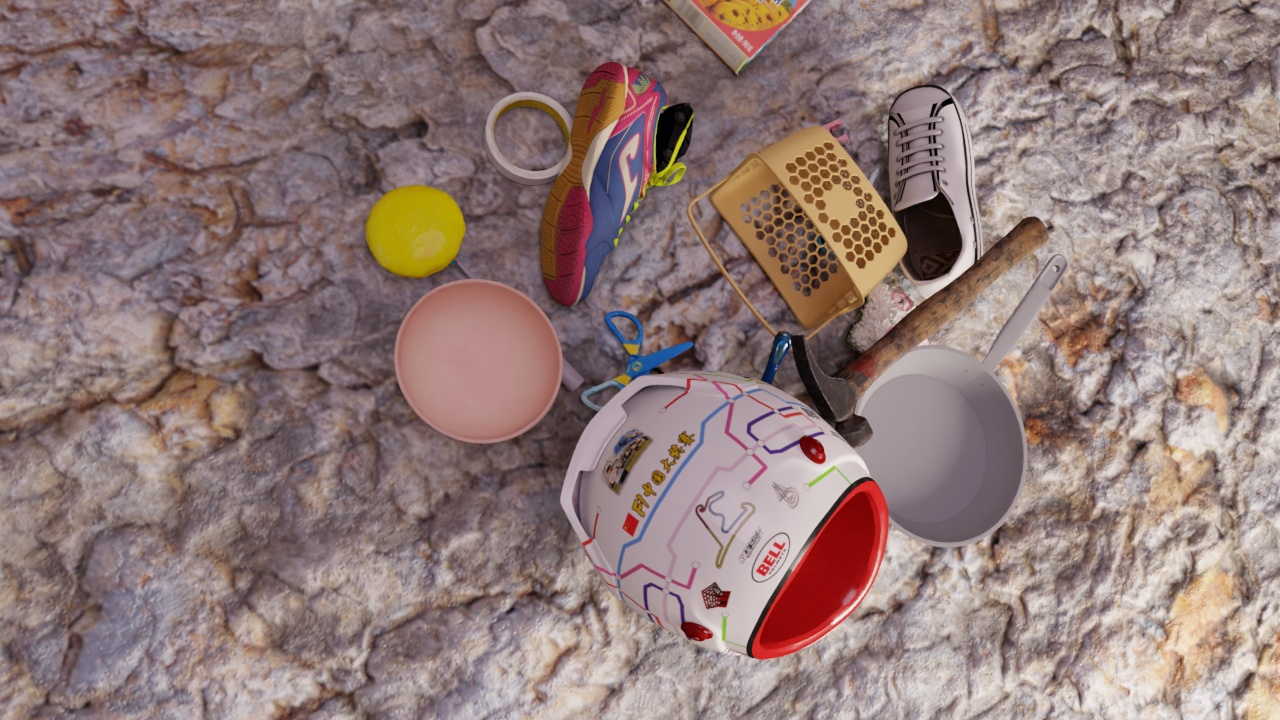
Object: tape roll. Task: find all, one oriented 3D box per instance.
[{"bbox_3d":[-0.112,-0.227,0.937,0.094,0.019,0.094,3,79,-15],"label":"tape roll"}]

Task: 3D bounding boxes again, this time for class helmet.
[{"bbox_3d":[0.071,0.128,0.817,0.236,0.314,0.231,33,90,31],"label":"helmet"}]

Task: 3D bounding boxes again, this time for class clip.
[{"bbox_3d":[0.208,-0.258,1.034,0.060,0.023,0.045,6,74,-16],"label":"clip"}]

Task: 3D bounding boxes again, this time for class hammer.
[{"bbox_3d":[0.287,-0.055,0.901,0.329,0.033,0.120,-36,104,-20],"label":"hammer"}]

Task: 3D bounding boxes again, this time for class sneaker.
[{"bbox_3d":[0.306,-0.184,0.993,0.097,0.091,0.245,5,80,-54],"label":"sneaker"},{"bbox_3d":[-0.026,-0.166,0.908,0.091,0.116,0.242,13,94,-38],"label":"sneaker"}]

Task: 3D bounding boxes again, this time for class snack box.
[{"bbox_3d":[0.107,-0.419,1.023,0.142,0.040,0.144,43,72,-4],"label":"snack box"}]

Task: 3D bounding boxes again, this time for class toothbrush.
[{"bbox_3d":[-0.126,-0.041,0.901,0.188,0.018,0.019,46,73,-4],"label":"toothbrush"}]

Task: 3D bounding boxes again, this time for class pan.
[{"bbox_3d":[0.342,0.026,0.943,0.201,0.051,0.355,40,71,-6],"label":"pan"}]

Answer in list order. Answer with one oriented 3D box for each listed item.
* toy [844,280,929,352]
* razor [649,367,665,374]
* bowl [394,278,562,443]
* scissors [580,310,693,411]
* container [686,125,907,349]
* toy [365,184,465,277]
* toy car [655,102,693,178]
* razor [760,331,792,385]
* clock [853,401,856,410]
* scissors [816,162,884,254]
[{"bbox_3d":[0.283,-0.039,1.009,0.109,0.041,0.095,23,73,-17],"label":"toy"},{"bbox_3d":[-0.007,0.074,0.915,0.044,0.021,0.144,31,76,-9],"label":"razor"},{"bbox_3d":[-0.153,0.006,0.855,0.153,0.076,0.153,3,80,-17],"label":"bowl"},{"bbox_3d":[-0.007,0.008,0.917,0.130,0.014,0.125,-35,76,-5],"label":"scissors"},{"bbox_3d":[0.155,-0.124,0.937,0.166,0.129,0.183,-37,92,-19],"label":"container"},{"bbox_3d":[-0.214,-0.124,0.874,0.094,0.041,0.095,34,75,4],"label":"toy"},{"bbox_3d":[0.030,-0.228,0.968,0.036,0.042,0.091,27,73,-36],"label":"toy car"},{"bbox_3d":[0.125,0.033,0.929,0.044,0.018,0.141,13,111,-14],"label":"razor"},{"bbox_3d":[0.296,0.066,0.982,0.158,0.059,0.116,19,75,-13],"label":"clock"},{"bbox_3d":[0.252,-0.162,1.035,0.119,0.014,0.129,28,72,-6],"label":"scissors"}]
